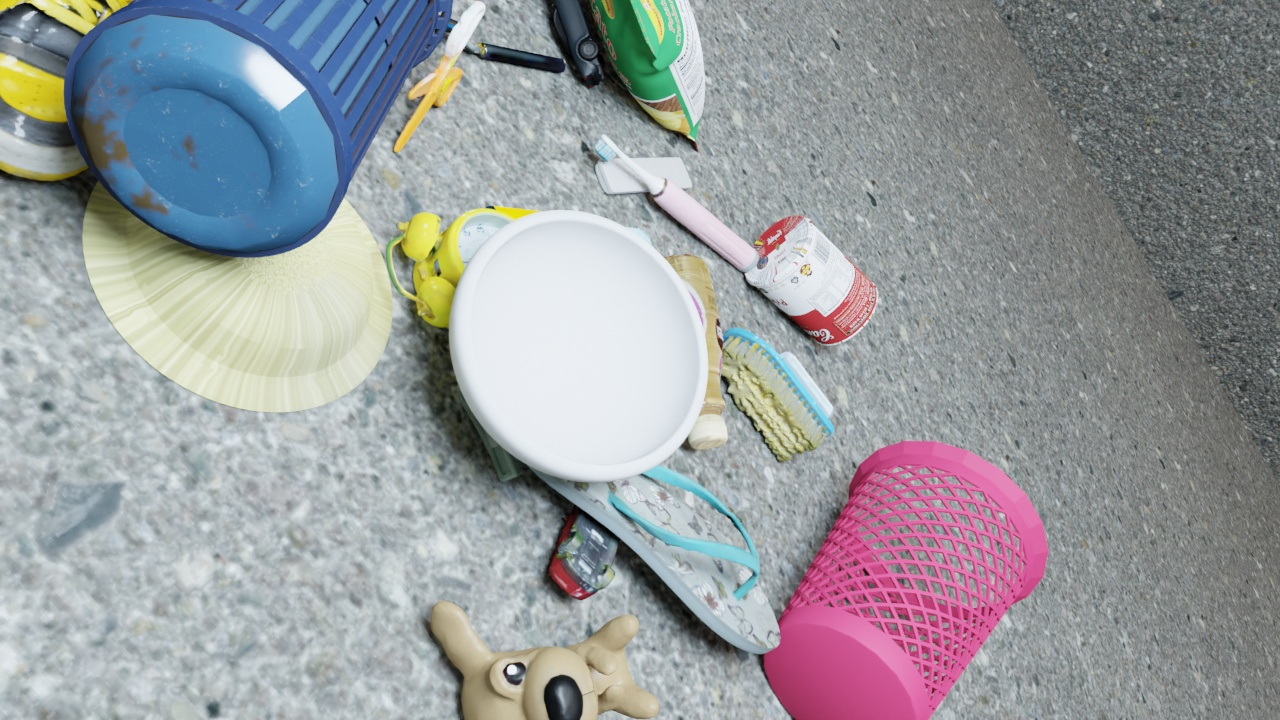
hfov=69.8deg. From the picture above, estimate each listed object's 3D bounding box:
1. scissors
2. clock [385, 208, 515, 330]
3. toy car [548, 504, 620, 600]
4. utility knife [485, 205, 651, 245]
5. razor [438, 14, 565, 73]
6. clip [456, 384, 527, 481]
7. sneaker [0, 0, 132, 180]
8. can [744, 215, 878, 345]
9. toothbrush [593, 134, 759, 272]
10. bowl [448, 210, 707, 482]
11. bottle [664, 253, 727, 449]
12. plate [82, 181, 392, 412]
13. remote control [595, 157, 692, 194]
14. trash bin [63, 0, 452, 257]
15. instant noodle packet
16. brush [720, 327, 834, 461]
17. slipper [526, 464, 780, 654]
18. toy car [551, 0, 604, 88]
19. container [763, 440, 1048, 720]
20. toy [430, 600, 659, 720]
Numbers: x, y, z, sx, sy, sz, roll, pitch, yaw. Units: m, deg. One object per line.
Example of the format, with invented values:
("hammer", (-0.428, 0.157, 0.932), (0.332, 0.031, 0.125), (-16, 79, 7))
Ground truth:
("scissors", (-0.145, -0.210, 0.669), (0.011, 0.128, 0.125), (30, 26, -9))
("clock", (-0.121, -0.061, 0.635), (0.118, 0.057, 0.083), (-4, 71, -40))
("toy car", (-0.036, 0.125, 0.632), (0.042, 0.036, 0.091), (47, 29, -14))
("utility knife", (-0.054, -0.108, 0.768), (0.190, 0.018, 0.030), (-3, 75, -45))
("razor", (-0.116, -0.267, 0.794), (0.043, 0.022, 0.144), (34, 21, 32))
("clip", (-0.101, 0.048, 0.620), (0.078, 0.023, 0.050), (50, 39, -17))
("sneaker", (-0.293, -0.218, 0.485), (0.086, 0.122, 0.238), (14, 57, -41))
("can", (0.177, -0.083, 0.954), (0.116, 0.087, 0.086), (37, 45, -28))
("toothbrush", (0.037, -0.148, 0.873), (0.222, 0.026, 0.027), (32, 15, -38))
("bowl", (-0.045, -0.004, 0.594), (0.176, 0.066, 0.176), (11, 68, -28))
("bottle", (0.043, -0.007, 0.782), (0.059, 0.060, 0.166), (12, 60, -44))
("plate", (-0.220, -0.063, 0.542), (0.184, 0.036, 0.184), (26, 50, -36))
("remote control", (0.005, -0.177, 0.878), (0.130, 0.012, 0.033), (-17, 83, -51))
("trash bin", (-0.197, -0.173, 0.511), (0.139, 0.140, 0.248), (38, 32, -26))
("instant noodle packet", (0.002, -0.328, 0.875), (0.252, 0.090, 0.195), (28, 41, -75))
("brush", (0.124, 0.021, 0.857), (0.136, 0.056, 0.075), (51, 44, -13))
("slipper", (0.021, 0.107, 0.658), (0.269, 0.055, 0.098), (43, 21, -17))
("toy car", (-0.063, -0.313, 0.863), (0.046, 0.034, 0.112), (4, 67, -83))
("container", (0.212, 0.202, 0.769), (0.225, 0.184, 0.183), (-36, 96, -44))
("toy", (-0.051, 0.193, 0.535), (0.108, 0.106, 0.134), (-7, 77, -38))
